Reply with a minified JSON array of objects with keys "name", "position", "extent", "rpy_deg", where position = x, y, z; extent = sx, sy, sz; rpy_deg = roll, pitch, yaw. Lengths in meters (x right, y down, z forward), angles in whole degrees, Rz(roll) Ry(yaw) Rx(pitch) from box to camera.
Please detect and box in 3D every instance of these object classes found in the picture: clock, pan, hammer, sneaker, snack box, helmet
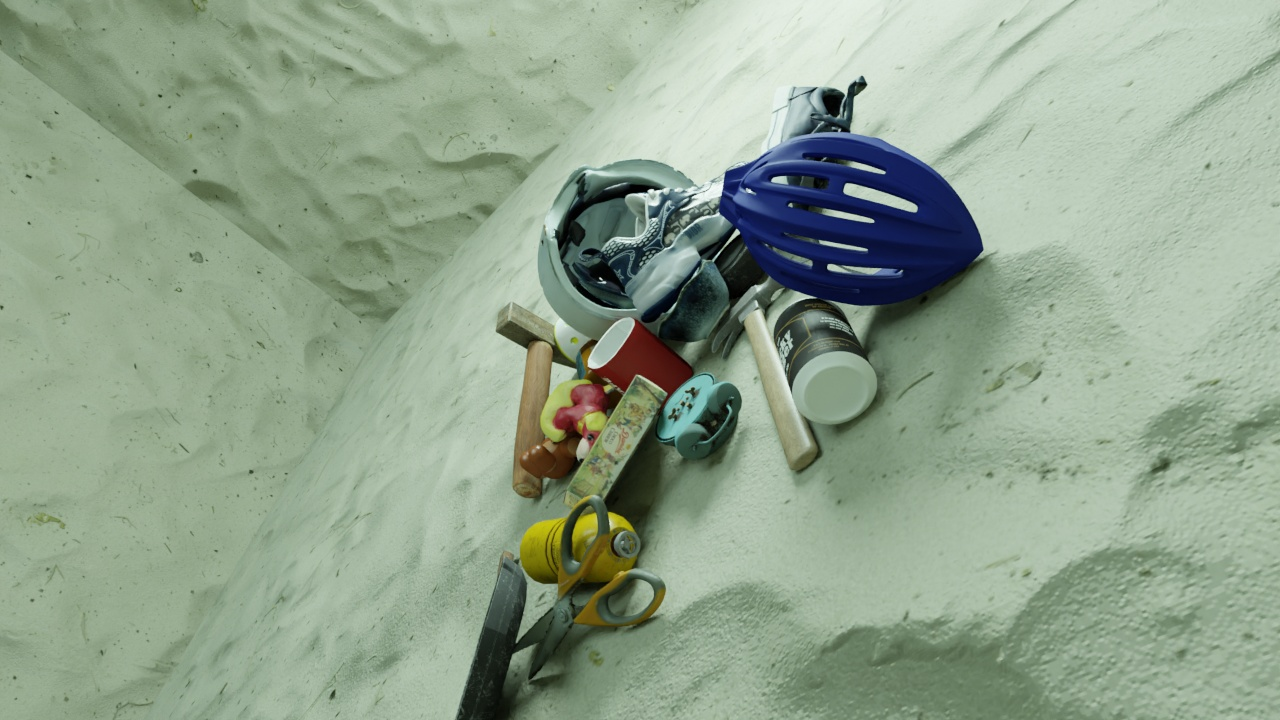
[{"name":"clock","position":[0.064,0.060,0.947],"extent":[0.090,0.053,0.124],"rpy_deg":[-53,20,-4]},{"name":"pan","position":[-0.154,0.284,0.990],"extent":[0.356,0.040,0.208],"rpy_deg":[-94,22,-79]},{"name":"clock","position":[0.129,-0.120,1.134],"extent":[0.123,0.044,0.091],"rpy_deg":[-45,17,26]},{"name":"hammer","position":[0.136,0.009,0.938],"extent":[0.119,0.030,0.330],"rpy_deg":[-44,24,19]},{"name":"sneaker","position":[0.222,-0.267,1.159],"extent":[0.127,0.121,0.293],"rpy_deg":[-1,43,20]},{"name":"snack box","position":[-0.030,0.100,1.012],"extent":[0.146,0.041,0.143],"rpy_deg":[-58,-4,-16]},{"name":"helmet","position":[0.200,-0.143,0.879],"extent":[0.227,0.242,0.148],"rpy_deg":[-46,-33,-65]},{"name":"sneaker","position":[0.046,-0.177,1.147],"extent":[0.268,0.132,0.103],"rpy_deg":[-48,-4,-24]},{"name":"helmet","position":[-0.022,-0.139,1.260],"extent":[0.263,0.236,0.164],"rpy_deg":[-61,2,-29]},{"name":"hammer","position":[-0.146,0.066,1.315],"extent":[0.037,0.158,0.300],"rpy_deg":[-35,38,35]}]

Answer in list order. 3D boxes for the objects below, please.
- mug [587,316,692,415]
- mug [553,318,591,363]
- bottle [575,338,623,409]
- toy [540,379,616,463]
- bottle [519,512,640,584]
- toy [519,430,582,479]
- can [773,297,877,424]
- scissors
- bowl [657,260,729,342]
[{"name":"mug","position":[-0.007,0.007,1.125],"extent":[0.080,0.096,0.116],"rpy_deg":[-54,20,-10]},{"name":"mug","position":[-0.066,-0.052,1.375],"extent":[0.106,0.082,0.082],"rpy_deg":[-33,26,38]},{"name":"bottle","position":[-0.055,0.008,1.267],"extent":[0.068,0.068,0.157],"rpy_deg":[-47,20,9]},{"name":"toy","position":[-0.068,0.070,1.147],"extent":[0.105,0.067,0.137],"rpy_deg":[-47,43,-3]},{"name":"bottle","position":[-0.057,0.194,0.943],"extent":[0.164,0.071,0.070],"rpy_deg":[-21,35,53]},{"name":"toy","position":[-0.100,0.100,1.212],"extent":[0.127,0.065,0.095],"rpy_deg":[-55,17,-28]},{"name":"can","position":[0.162,-0.002,0.821],"extent":[0.072,0.072,0.128],"rpy_deg":[-43,21,19]},{"name":"scissors","position":[-0.070,0.225,0.890],"extent":[0.226,0.166,0.016],"rpy_deg":[-37,-17,34]},{"name":"bowl","position":[0.070,-0.060,1.081],"extent":[0.110,0.055,0.110],"rpy_deg":[-54,-6,-8]}]
